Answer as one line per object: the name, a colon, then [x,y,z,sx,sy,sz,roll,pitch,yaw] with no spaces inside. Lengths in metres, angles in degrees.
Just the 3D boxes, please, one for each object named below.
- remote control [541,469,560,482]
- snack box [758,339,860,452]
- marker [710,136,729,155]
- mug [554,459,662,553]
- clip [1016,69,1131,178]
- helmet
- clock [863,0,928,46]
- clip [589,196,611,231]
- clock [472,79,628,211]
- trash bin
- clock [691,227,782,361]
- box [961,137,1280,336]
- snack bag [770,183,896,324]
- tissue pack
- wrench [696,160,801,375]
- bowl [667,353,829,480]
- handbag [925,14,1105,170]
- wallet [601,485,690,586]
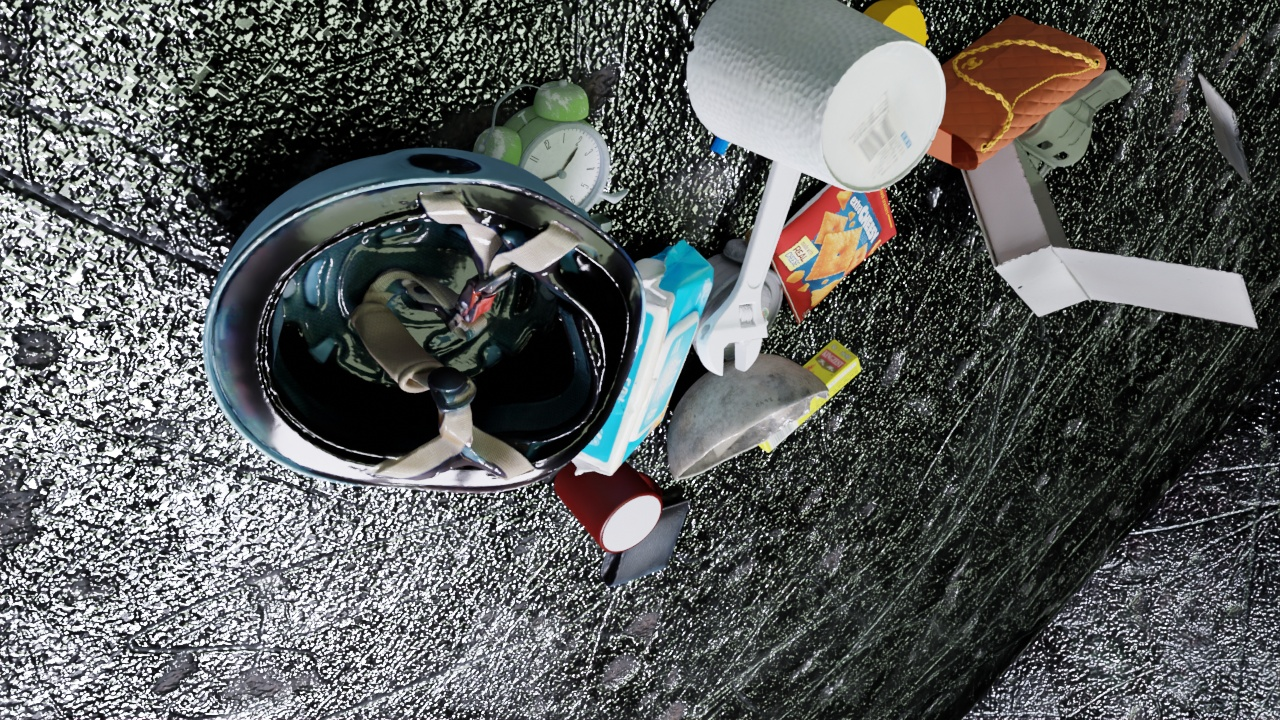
remote control: [-0.112,0.075,0.827,0.030,0.009,0.140,-47,141,-1]
snack box: [0.182,0.040,1.038,0.148,0.040,0.029,-40,141,-8]
marker: [0.093,-0.236,0.751,0.013,0.013,0.142,4,119,-44]
mug: [-0.019,0.132,0.900,0.105,0.082,0.073,0,122,-42]
clip: [0.472,-0.270,1.032,0.124,0.073,0.143,6,127,-47]
helmet: [-0.141,-0.030,0.590,0.265,0.167,0.226,4,117,-33]
clock: [0.208,-0.262,0.811,0.129,0.044,0.099,-51,141,-7]
clip: [-0.059,-0.104,0.718,0.076,0.023,0.057,-35,138,-17]
clock: [-0.068,-0.145,0.659,0.094,0.042,0.119,-40,141,-10]
trash bin: [0.130,-0.201,0.678,0.133,0.161,0.133,-15,126,-21]
clock: [0.086,-0.062,0.856,0.103,0.056,0.148,-7,128,-38]
box: [0.469,-0.118,0.923,0.167,0.339,0.161,22,95,-49]
snack bag: [0.190,-0.121,0.912,0.144,0.039,0.131,-43,140,-5]
tissue pack: [-0.005,0.005,0.798,0.116,0.066,0.210,-40,153,-58]
wrench: [0.112,-0.117,0.806,0.066,0.018,0.273,15,95,-36]
bowl: [0.093,0.045,0.919,0.178,0.081,0.178,-29,166,-8]
handbag: [0.341,-0.260,0.877,0.171,0.109,0.060,-36,140,-13]
wallet: [0.007,0.199,1.025,0.089,0.026,0.115,-11,129,-37]
